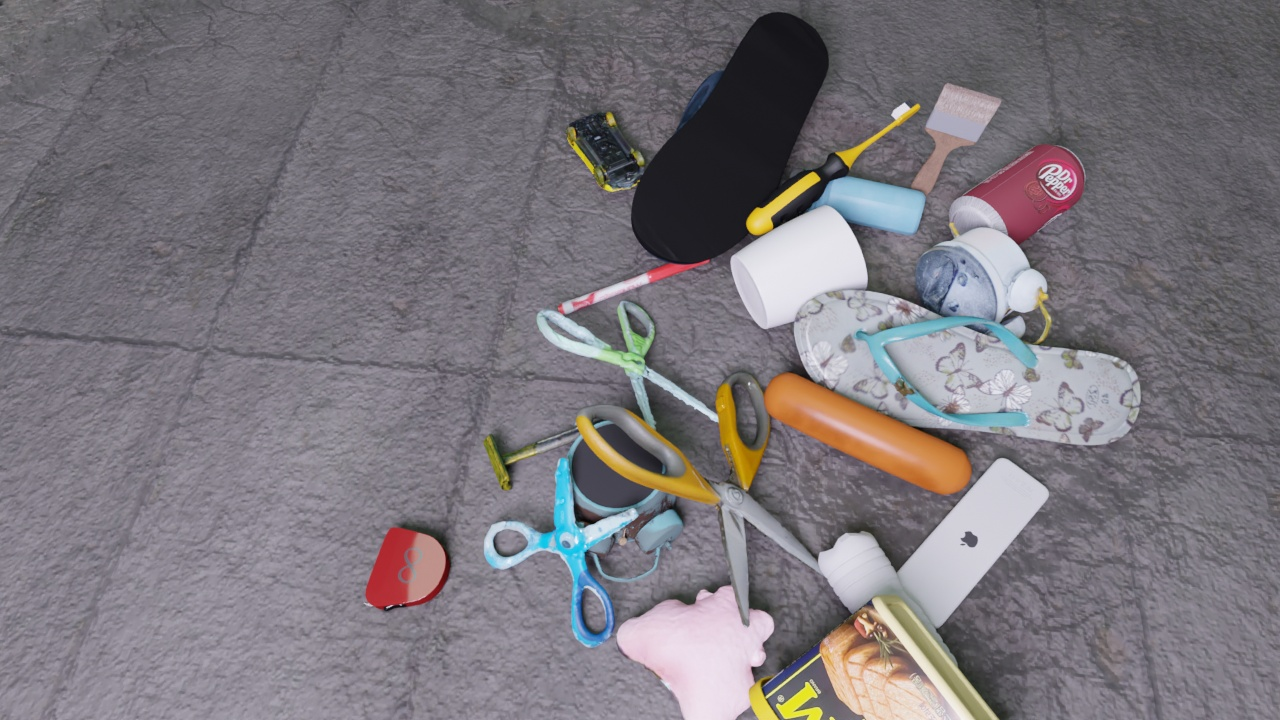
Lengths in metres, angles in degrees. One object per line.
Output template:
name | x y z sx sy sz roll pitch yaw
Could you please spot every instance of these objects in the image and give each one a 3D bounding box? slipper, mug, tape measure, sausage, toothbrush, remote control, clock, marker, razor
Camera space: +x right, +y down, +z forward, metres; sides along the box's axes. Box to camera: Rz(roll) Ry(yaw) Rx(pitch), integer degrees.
slipper | 0.247 0.015 0.702 0.269 0.054 0.098 15 96 4
mug | 0.124 -0.081 0.778 0.087 0.081 0.114 -25 29 -6
tape measure | -0.168 0.156 0.671 0.051 0.019 0.058 13 67 8
sausage | 0.171 0.055 0.697 0.164 0.044 0.039 25 104 12
toothbrush | 0.170 -0.169 0.801 0.196 0.031 0.031 -37 77 -11
remote control | 0.241 0.132 0.673 0.146 0.008 0.045 -41 65 -20
clock | -0.015 0.101 0.678 0.090 0.053 0.124 -7 61 -1
slipper | 0.079 -0.193 0.844 0.109 0.084 0.265 32 75 -7
clock | 0.280 -0.055 0.744 0.057 0.083 0.117 -29 60 -22
marker | -0.006 -0.069 0.806 0.142 0.013 0.012 -21 60 -10
razor | -0.067 0.064 0.723 0.105 0.026 0.042 -19 57 -14

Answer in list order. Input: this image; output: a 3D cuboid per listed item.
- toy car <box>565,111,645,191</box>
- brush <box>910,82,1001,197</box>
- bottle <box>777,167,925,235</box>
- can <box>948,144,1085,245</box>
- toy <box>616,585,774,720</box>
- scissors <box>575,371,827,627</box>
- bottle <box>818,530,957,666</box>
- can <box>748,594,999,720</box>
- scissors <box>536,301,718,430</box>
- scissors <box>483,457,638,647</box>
toy car | -0.033 -0.198 0.876 0.049 0.030 0.107 -23 58 -13
brush | 0.254 -0.177 0.783 0.045 0.143 0.008 19 62 4
bottle | 0.187 -0.146 0.828 0.130 0.040 0.040 15 60 11
can | 0.330 -0.139 0.804 0.114 0.063 0.063 -33 63 -17
toy | 0.042 0.194 0.619 0.093 0.050 0.102 -41 62 -17
scissors | 0.049 0.079 0.658 0.229 0.016 0.224 25 43 -23
bottle | 0.174 0.182 0.623 0.044 0.044 0.136 -24 61 -12
can | 0.151 0.225 0.556 0.104 0.075 0.135 -43 62 13
scissors | -0.011 0.004 0.723 0.165 0.024 0.171 20 30 -24
scissors | -0.051 0.140 0.650 0.134 0.011 0.140 -27 81 24
